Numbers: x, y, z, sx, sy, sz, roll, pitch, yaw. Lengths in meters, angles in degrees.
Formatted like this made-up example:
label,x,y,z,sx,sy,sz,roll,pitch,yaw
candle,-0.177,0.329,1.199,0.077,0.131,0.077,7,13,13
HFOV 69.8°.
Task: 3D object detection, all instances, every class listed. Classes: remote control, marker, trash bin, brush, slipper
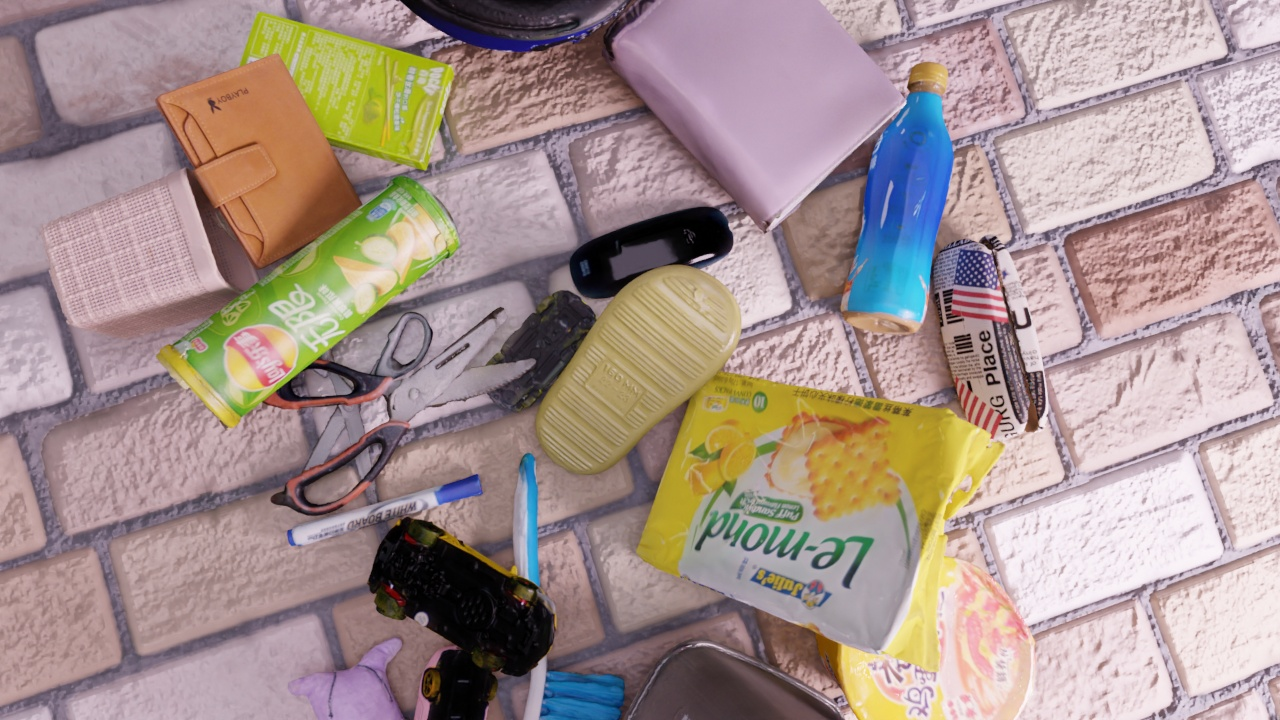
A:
label,x,y,z,sx,sy,sz,roll,pitch,yaw
remote control,0.010,-0.087,0.732,0.136,0.024,0.053,-19,85,-7
marker,-0.192,0.113,0.693,0.145,0.017,0.017,-15,85,-9
trash bin,0.096,0.320,0.572,0.198,0.220,0.199,32,81,-24
brush,-0.062,0.232,0.680,0.109,0.060,0.314,9,80,-1
slipper,-0.004,0.004,0.696,0.091,0.081,0.191,42,109,-2

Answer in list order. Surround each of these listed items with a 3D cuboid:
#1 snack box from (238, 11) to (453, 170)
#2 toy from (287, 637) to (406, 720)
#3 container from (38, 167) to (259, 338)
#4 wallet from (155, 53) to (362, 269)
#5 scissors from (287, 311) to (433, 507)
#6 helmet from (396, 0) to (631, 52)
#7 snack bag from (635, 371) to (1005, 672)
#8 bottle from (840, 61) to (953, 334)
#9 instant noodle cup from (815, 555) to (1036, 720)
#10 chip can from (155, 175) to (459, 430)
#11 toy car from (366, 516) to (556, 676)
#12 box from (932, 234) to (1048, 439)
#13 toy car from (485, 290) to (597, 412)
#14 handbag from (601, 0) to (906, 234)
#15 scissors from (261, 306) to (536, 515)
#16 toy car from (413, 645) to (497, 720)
label,x,y,z,sx,sy,sz,roll,pitch,yaw
snack box,-0.234,-0.211,0.721,0.156,0.026,0.085,14,83,-3
toy,-0.197,0.266,0.669,0.083,0.039,0.108,-21,84,-28
container,-0.353,-0.072,0.666,0.111,0.090,0.090,-20,86,-5
wallet,-0.272,-0.145,0.665,0.107,0.031,0.132,-43,115,-42
scissors,-0.226,0.029,0.704,0.159,0.014,0.181,43,83,0
helmet,-0.092,-0.335,0.630,0.247,0.240,0.315,-35,67,-6
snack bag,0.114,0.099,0.638,0.068,0.247,0.158,28,77,-42
bottle,0.213,-0.132,0.734,0.065,0.065,0.218,14,83,-4
instant noodle cup,0.196,0.209,0.674,0.138,0.110,0.138,1,83,-5
chip can,-0.232,-0.047,0.664,0.221,0.073,0.072,-43,89,-18
toy car,-0.129,0.172,0.666,0.156,0.041,0.071,25,89,16
box,0.271,-0.017,0.728,0.081,0.075,0.163,-10,87,3
toy car,-0.078,-0.007,0.712,0.048,0.032,0.105,43,93,1
handbag,0.084,-0.216,0.715,0.145,0.098,0.197,-42,90,-10
scissors,-0.193,0.033,0.690,0.221,0.015,0.189,15,88,-1
toy car,-0.141,0.270,0.668,0.056,0.037,0.122,16,77,-31
